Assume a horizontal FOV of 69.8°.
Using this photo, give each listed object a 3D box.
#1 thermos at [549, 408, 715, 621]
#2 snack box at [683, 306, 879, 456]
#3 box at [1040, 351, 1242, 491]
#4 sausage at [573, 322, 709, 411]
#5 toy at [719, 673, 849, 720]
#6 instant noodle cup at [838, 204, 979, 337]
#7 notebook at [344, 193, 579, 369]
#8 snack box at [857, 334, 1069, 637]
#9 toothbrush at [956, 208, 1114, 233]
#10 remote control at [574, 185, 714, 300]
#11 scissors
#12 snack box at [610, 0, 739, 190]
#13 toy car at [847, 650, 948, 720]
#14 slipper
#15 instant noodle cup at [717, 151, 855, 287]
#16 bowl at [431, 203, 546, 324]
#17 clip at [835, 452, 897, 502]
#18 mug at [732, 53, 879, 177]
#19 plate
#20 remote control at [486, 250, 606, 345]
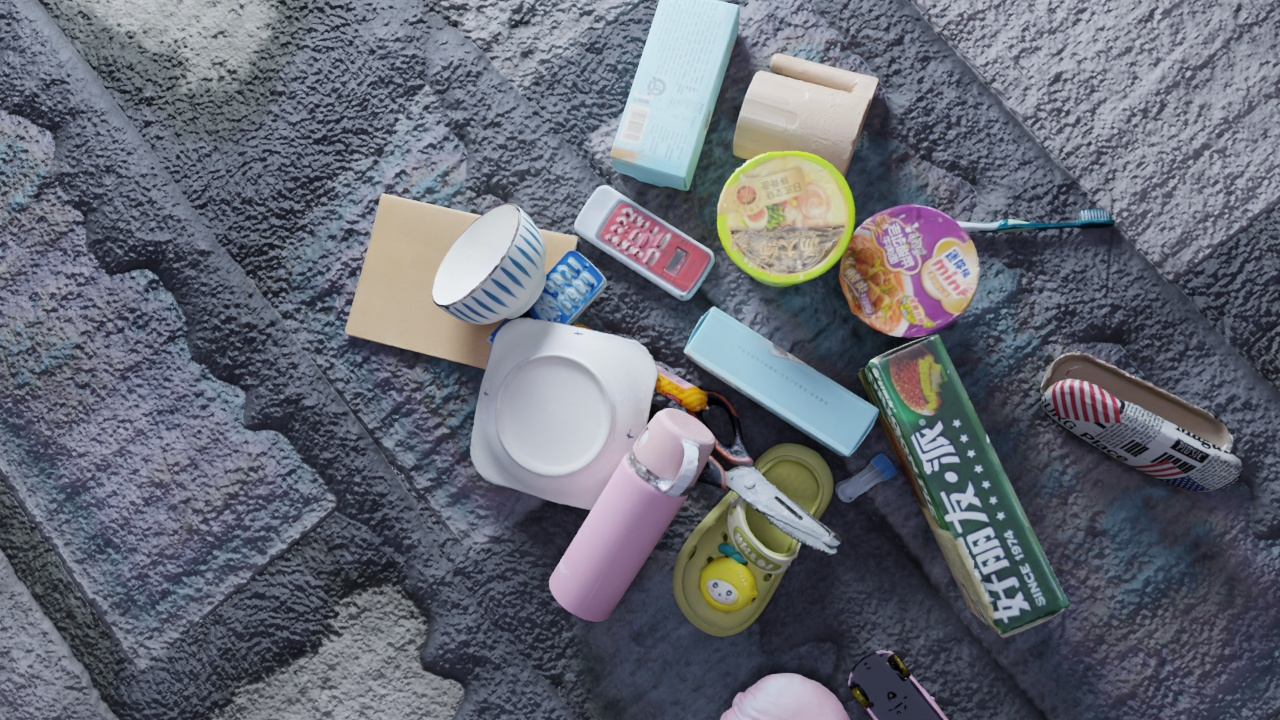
[{"bbox_3d":[-0.006,0.139,0.795,0.067,0.087,0.199,26,110,-18],"label":"thermos"},{"bbox_3d":[0.124,0.020,0.819,0.175,0.074,0.051,33,91,9],"label":"snack box"},{"bbox_3d":[0.420,0.057,0.772,0.163,0.087,0.076,29,105,6],"label":"box"},{"bbox_3d":[-0.005,0.005,0.853,0.165,0.021,0.021,29,90,20],"label":"sausage"},{"bbox_3d":[0.144,0.348,0.801,0.159,0.054,0.121,37,98,9],"label":"toy"},{"bbox_3d":[0.227,-0.071,0.800,0.111,0.099,0.111,0,87,7],"label":"instant noodle cup"},{"bbox_3d":[-0.176,-0.073,0.900,0.208,0.008,0.147,14,88,9],"label":"notebook"},{"bbox_3d":[0.264,0.101,0.774,0.063,0.114,0.240,-24,82,5],"label":"snack box"},{"bbox_3d":[0.329,-0.125,0.834,0.192,0.016,0.018,-1,75,7],"label":"toothbrush"},{"bbox_3d":[0.003,-0.112,0.873,0.136,0.020,0.056,34,91,9],"label":"remote control"},{"bbox_3d":[0.095,0.089,0.801,0.209,0.015,0.185,-3,61,24],"label":"scissors"},{"bbox_3d":[0.034,-0.254,0.864,0.074,0.051,0.175,17,89,7],"label":"snack box"},{"bbox_3d":[0.235,0.311,0.802,0.056,0.037,0.122,-38,69,0],"label":"toy car"},{"bbox_3d":[0.098,0.156,0.810,0.091,0.081,0.190,35,88,11],"label":"slipper"},{"bbox_3d":[0.124,-0.113,0.806,0.112,0.123,0.111,0,86,6],"label":"instant noodle cup"},{"bbox_3d":[-0.130,-0.080,0.845,0.116,0.116,0.066,-49,124,1],"label":"bowl"},{"bbox_3d":[0.203,0.108,0.831,0.058,0.038,0.026,-35,84,2],"label":"clip"},{"bbox_3d":[0.152,-0.226,0.839,0.103,0.084,0.124,19,64,10],"label":"mug"},{"bbox_3d":[-0.076,0.049,0.836,0.164,0.034,0.164,12,94,11],"label":"plate"},{"bbox_3d":[-0.088,-0.045,0.868,0.125,0.024,0.049,-46,80,6],"label":"remote control"}]
